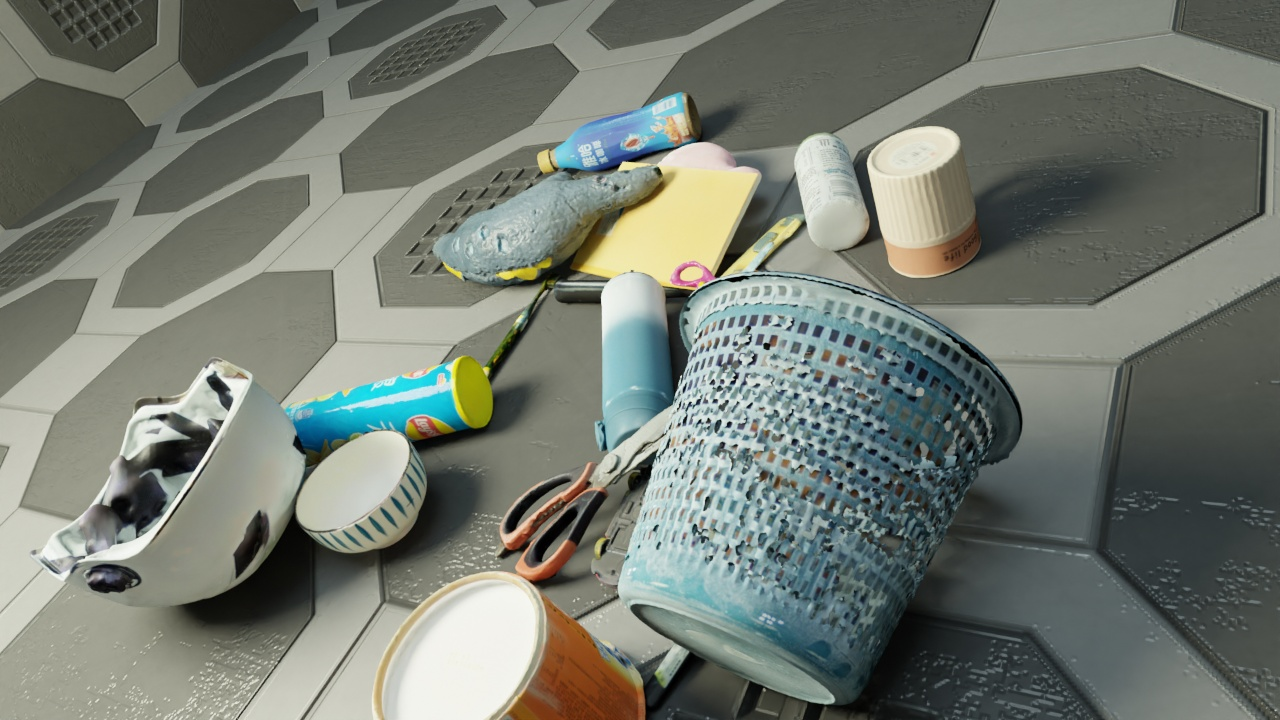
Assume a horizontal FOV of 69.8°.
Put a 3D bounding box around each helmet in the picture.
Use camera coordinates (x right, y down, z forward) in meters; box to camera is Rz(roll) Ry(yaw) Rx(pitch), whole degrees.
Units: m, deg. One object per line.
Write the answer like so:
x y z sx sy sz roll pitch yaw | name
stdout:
-0.400 0.129 0.841 0.259 0.146 0.228 -19 41 30 | helmet

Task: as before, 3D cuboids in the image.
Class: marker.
0.040 0.184 0.623 0.018 0.015 0.124 18 58 43 | marker

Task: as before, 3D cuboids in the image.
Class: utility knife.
0.113 -0.100 0.927 0.162 0.018 0.031 -48 37 -19 | utility knife

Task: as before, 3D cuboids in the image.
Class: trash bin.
0.090 0.089 0.563 0.227 0.226 0.194 9 62 38 | trash bin

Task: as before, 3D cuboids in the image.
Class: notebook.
0.021 -0.148 0.996 0.206 0.010 0.145 17 78 44 | notebook

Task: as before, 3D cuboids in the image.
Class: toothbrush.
-0.002 -0.072 0.944 0.213 0.026 0.027 3 77 36 | toothbrush
-0.131 -0.035 0.996 0.017 0.012 0.185 9 48 24 | toothbrush

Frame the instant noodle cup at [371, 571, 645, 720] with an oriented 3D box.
-0.086 0.212 0.575 0.151 0.111 0.151 -20 37 16 | instant noodle cup

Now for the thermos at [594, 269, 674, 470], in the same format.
-0.005 0.005 0.824 0.070 0.070 0.220 -18 37 12 | thermos

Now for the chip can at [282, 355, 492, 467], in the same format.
-0.256 0.053 0.915 0.210 0.071 0.071 -14 38 17 | chip can

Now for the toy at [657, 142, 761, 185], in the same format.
0.064 -0.195 1.034 0.121 0.054 0.159 -43 37 -7 | toy

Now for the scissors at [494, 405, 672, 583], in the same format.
-0.030 0.101 0.708 0.207 0.015 0.193 -7 53 45 | scissors

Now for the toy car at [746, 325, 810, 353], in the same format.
0.150 -0.031 0.780 0.123 0.056 0.037 0 47 32 | toy car

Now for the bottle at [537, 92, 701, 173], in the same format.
-0.031 -0.287 1.200 0.219 0.065 0.065 -14 38 19 | bottle

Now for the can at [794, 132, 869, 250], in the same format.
0.191 -0.173 0.926 0.058 0.058 0.146 -16 37 15 | can

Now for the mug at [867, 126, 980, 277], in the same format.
0.257 -0.150 0.816 0.082 0.106 0.114 7 48 37 | mug

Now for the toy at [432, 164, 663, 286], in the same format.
-0.136 -0.149 1.067 0.357 0.091 0.137 -15 32 32 | toy

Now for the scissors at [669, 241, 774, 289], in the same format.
0.081 -0.058 0.862 0.133 0.017 0.135 12 72 31 | scissors

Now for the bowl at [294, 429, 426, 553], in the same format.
-0.240 0.126 0.822 0.117 0.066 0.116 -18 37 14 | bowl

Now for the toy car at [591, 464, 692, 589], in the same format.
0.002 0.127 0.699 0.049 0.031 0.106 3 51 36 | toy car
